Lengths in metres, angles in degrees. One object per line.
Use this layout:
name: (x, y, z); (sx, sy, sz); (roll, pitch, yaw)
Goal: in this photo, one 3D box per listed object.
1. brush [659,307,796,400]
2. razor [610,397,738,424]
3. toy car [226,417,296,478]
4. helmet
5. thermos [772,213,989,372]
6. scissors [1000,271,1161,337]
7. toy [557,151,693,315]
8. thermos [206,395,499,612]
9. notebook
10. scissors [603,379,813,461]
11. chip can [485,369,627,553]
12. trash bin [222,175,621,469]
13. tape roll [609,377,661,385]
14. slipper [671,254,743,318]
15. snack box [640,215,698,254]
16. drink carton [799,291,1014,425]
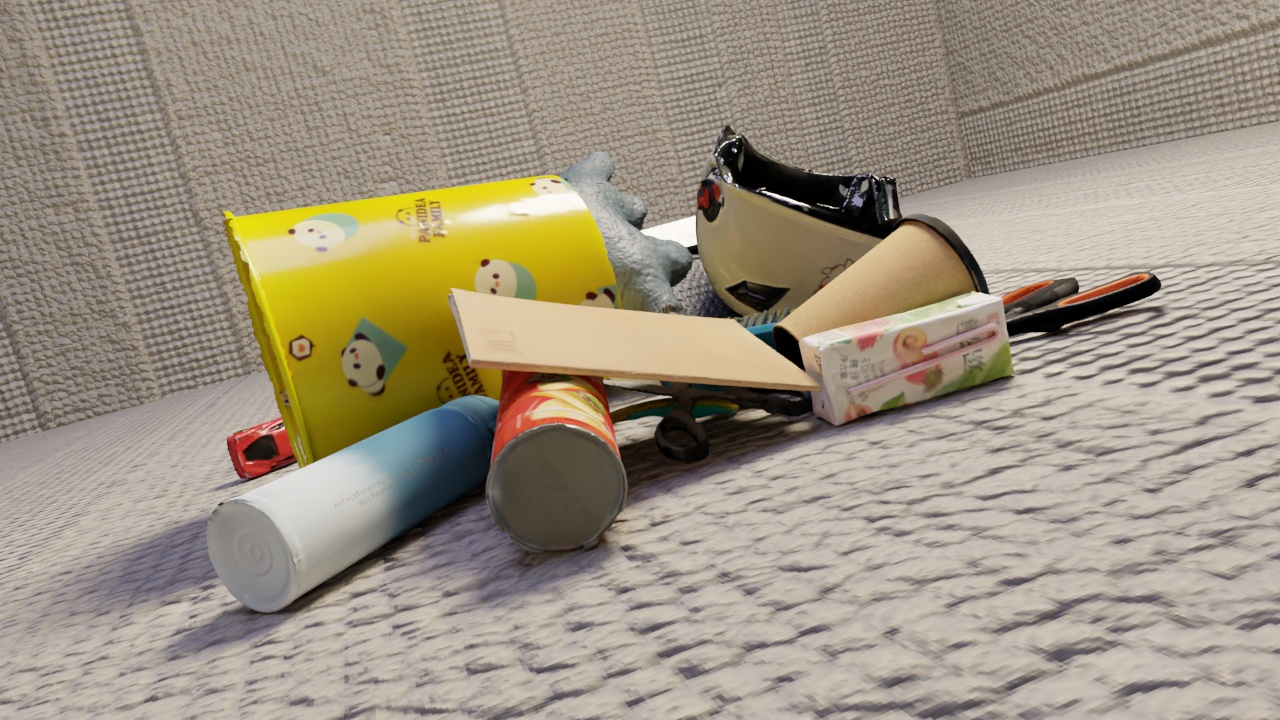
brush: (0.075, 0.003, 0.700); (0.144, 0.055, 0.073); (-9, 32, 30)
razor: (0.005, 0.043, 0.649); (0.132, 0.028, 0.043); (-13, 5, -6)
toy car: (-0.360, 0.081, 0.923); (0.031, 0.049, 0.106); (-6, 12, 40)
helmet: (0.148, -0.103, 0.865); (0.230, 0.157, 0.273); (13, 26, -12)
thermos: (0.166, -0.035, 0.630); (0.143, 0.093, 0.093); (-32, 11, -8)
scissors: (0.261, -0.023, 0.676); (0.225, 0.022, 0.204); (-17, 8, 18)
toy: (-0.034, -0.109, 0.885); (0.137, 0.092, 0.356); (0, 42, -28)
thermos: (-0.155, 0.075, 0.566); (0.070, 0.070, 0.219); (-10, 10, 29)
notebook: (-0.011, -0.013, 0.587); (0.211, 0.012, 0.149); (5, 16, -17)
scissors: (0.036, 0.022, 0.632); (0.159, 0.014, 0.180); (-5, 24, 4)
chip can: (-0.052, 0.035, 0.543); (0.073, 0.073, 0.216); (-15, 15, -1)
trash bin: (-0.168, -0.034, 0.735); (0.254, 0.229, 0.230); (-18, 9, -23)
tape roll: (-0.005, 0.005, 0.836); (0.086, 0.014, 0.085); (9, 13, -2)
slipper: (0.076, -0.053, 0.975); (0.267, 0.083, 0.110); (-16, 51, -36)
snack box: (0.026, -0.085, 1.050); (0.182, 0.045, 0.178); (-18, -28, -24)
drink carton: (0.167, -0.002, 0.571); (0.122, 0.053, 0.045); (-15, 13, -5)
